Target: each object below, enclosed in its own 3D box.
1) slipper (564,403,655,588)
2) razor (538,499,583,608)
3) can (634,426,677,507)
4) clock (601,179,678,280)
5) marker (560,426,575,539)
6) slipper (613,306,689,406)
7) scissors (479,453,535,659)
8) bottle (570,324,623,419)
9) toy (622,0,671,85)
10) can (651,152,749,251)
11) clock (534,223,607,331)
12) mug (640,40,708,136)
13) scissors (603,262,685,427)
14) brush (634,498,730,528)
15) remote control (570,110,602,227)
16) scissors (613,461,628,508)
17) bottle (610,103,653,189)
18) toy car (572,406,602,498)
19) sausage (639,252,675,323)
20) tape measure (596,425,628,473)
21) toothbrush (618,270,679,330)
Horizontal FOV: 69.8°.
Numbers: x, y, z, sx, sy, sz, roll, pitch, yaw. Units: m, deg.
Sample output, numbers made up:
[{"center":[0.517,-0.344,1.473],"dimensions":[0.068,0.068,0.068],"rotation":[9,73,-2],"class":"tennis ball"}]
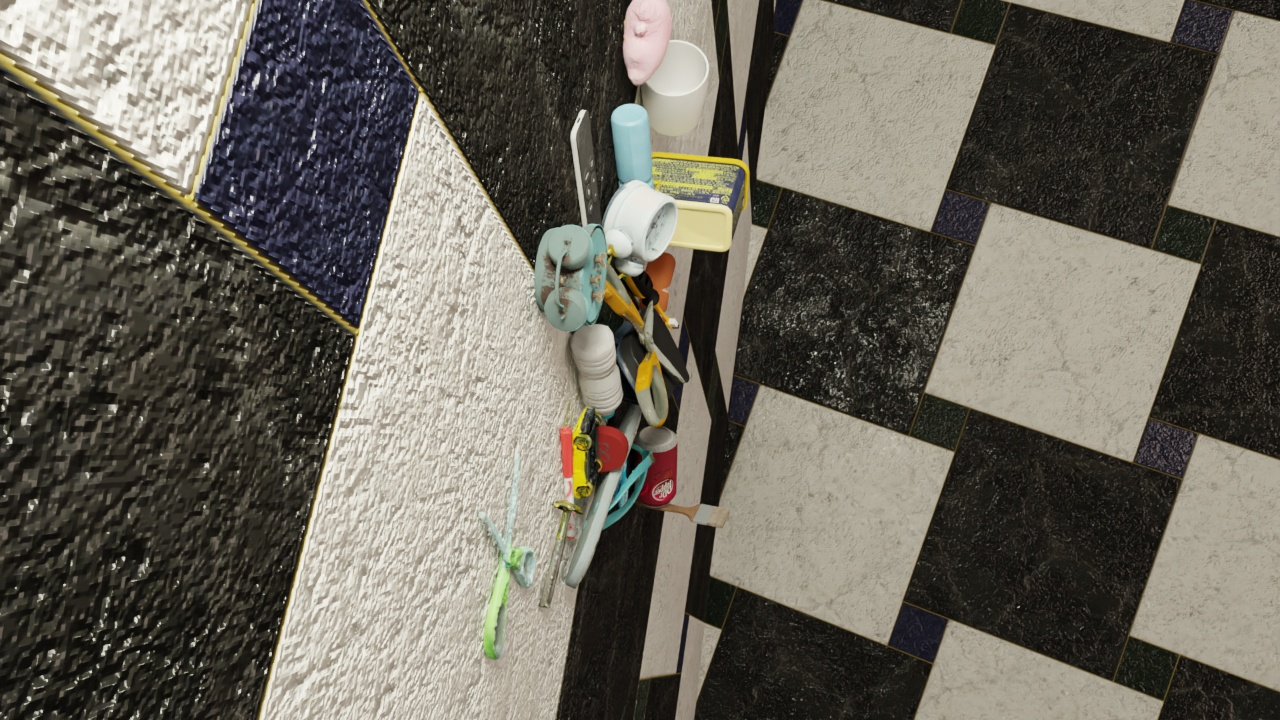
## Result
[{"center":[-0.022,0.147,1.058],"dimensions":[0.268,0.055,0.098],"rotation":[-69,-177,-48],"class":"slipper"},{"center":[-0.083,0.194,0.916],"dimensions":[0.042,0.026,0.105],"rotation":[66,36,-74],"class":"razor"},{"center":[0.022,0.156,1.348],"dimensions":[0.063,0.063,0.114],"rotation":[-68,161,-56],"class":"can"},{"center":[-0.007,-0.139,1.000],"dimensions":[0.117,0.057,0.083],"rotation":[-60,157,-9],"class":"clock"},{"center":[-0.074,0.130,0.948],"dimensions":[0.012,0.013,0.142],"rotation":[-67,161,-57],"class":"marker"},{"center":[-0.007,0.006,1.087],"dimensions":[0.109,0.084,0.265],"rotation":[61,14,-5],"class":"slipper"},{"center":[-0.112,0.163,0.774],"dimensions":[0.165,0.024,0.171],"rotation":[11,88,-74],"class":"scissors"},{"center":[-0.043,0.016,0.956],"dimensions":[0.136,0.044,0.044],"rotation":[82,17,-53],"class":"bottle"},{"center":[0.007,-0.358,0.988],"dimensions":[0.093,0.050,0.102],"rotation":[77,25,-69],"class":"toy"},{"center":[0.060,-0.197,1.147],"dimensions":[0.104,0.135,0.075],"rotation":[-70,163,-44],"class":"can"},{"center":[-0.060,-0.073,0.788],"dimensions":[0.124,0.053,0.090],"rotation":[-38,133,-76],"class":"clock"},{"center":[0.034,-0.339,1.115],"dimensions":[0.088,0.081,0.114],"rotation":[86,-18,-68],"class":"mug"},{"center":[-0.004,-0.028,0.951],"dimensions":[0.230,0.016,0.224],"rotation":[57,18,-27],"class":"scissors"},{"center":[0.059,0.222,1.367],"dimensions":[0.045,0.143,0.008],"rotation":[-49,143,-58],"class":"brush"},{"center":[-0.052,-0.171,0.896],"dimensions":[0.147,0.008,0.045],"rotation":[85,15,-48],"class":"remote control"},{"center":[-0.027,0.154,1.226],"dimensions":[0.139,0.011,0.134],"rotation":[-58,155,-64],"class":"scissors"},{"center":[-0.007,-0.221,1.021],"dimensions":[0.130,0.040,0.040],"rotation":[83,17,-51],"class":"bottle"},{"center":[-0.059,0.096,0.959],"dimensions":[0.049,0.030,0.107],"rotation":[-64,160,-58],"class":"toy car"},{"center":[0.020,-0.066,1.254],"dimensions":[0.039,0.044,0.164],"rotation":[-133,-133,-78],"class":"sausage"},{"center":[-0.039,0.099,1.010],"dimensions":[0.019,0.051,0.059],"rotation":[-68,161,-55],"class":"tape measure"},{"center":[0.012,-0.080,1.164],"dimensions":[0.196,0.031,0.031],"rotation":[47,48,-61],"class":"toothbrush"}]
